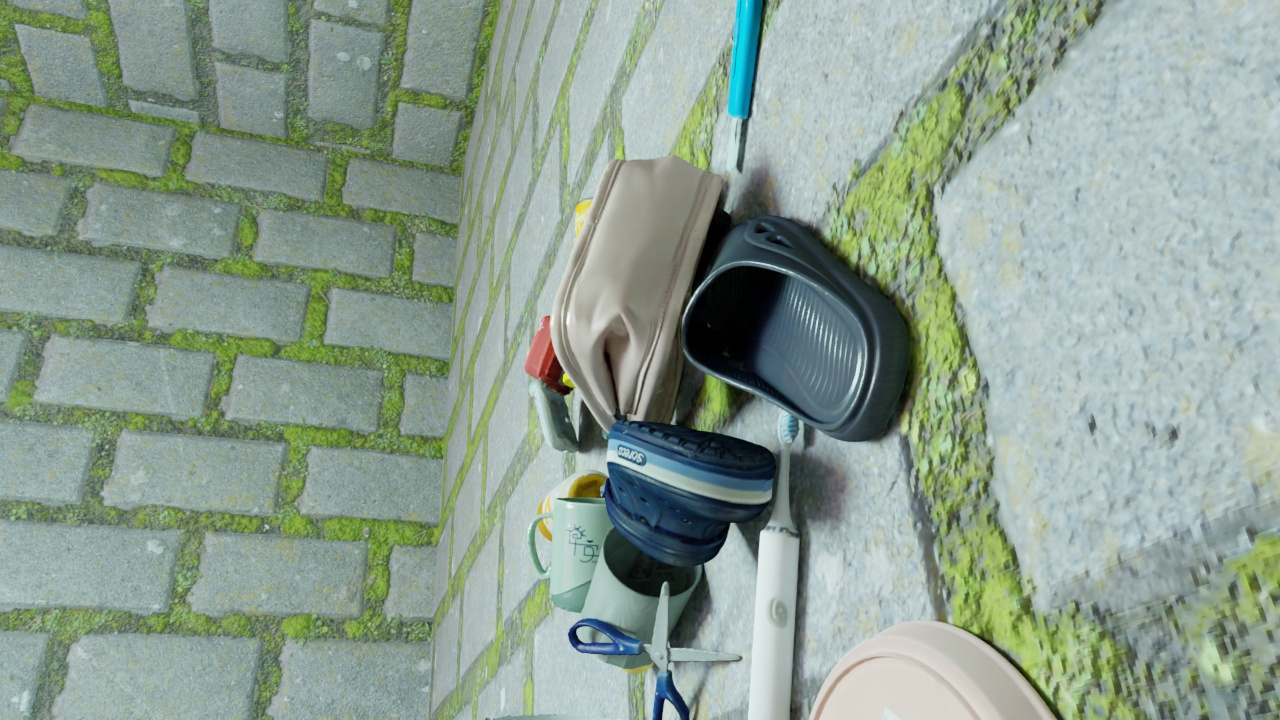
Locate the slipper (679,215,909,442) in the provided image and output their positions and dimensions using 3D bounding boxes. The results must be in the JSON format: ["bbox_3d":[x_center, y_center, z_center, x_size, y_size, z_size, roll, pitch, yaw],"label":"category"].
[{"bbox_3d":[0.078,-0.034,0.606,0.268,0.083,0.111,-127,48,-64],"label":"slipper"}]

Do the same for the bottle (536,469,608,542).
[{"bbox_3d":[-0.078,0.173,1.050,0.190,0.068,0.068,136,138,-65],"label":"bottle"}]

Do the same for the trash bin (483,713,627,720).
[{"bbox_3d":[-0.075,0.438,0.705,0.230,0.229,0.252,-177,88,-73],"label":"trash bin"}]

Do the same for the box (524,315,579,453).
[{"bbox_3d":[-0.100,0.034,1.112,0.201,0.060,0.161,61,-148,-81],"label":"box"}]

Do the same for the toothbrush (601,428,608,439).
[{"bbox_3d":[-0.012,0.096,0.948,0.191,0.018,0.016,-145,62,-71],"label":"toothbrush"}]

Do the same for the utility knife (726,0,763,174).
[{"bbox_3d":[0.086,-0.250,0.770,0.034,0.018,0.191,-172,88,-72],"label":"utility knife"}]

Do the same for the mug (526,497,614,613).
[{"bbox_3d":[-0.060,0.192,0.915,0.082,0.112,0.106,18,-104,-76],"label":"mug"}]

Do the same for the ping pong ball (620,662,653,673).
[{"bbox_3d":[-0.005,0.260,0.823,0.040,0.040,0.040,-174,91,-73],"label":"ping pong ball"}]

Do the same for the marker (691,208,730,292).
[{"bbox_3d":[0.047,-0.084,0.821,0.020,0.022,0.132,48,142,17],"label":"marker"}]

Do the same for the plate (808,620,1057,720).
[{"bbox_3d":[0.128,0.238,0.424,0.230,0.028,0.229,-174,91,-74],"label":"plate"}]

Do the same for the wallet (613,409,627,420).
[{"bbox_3d":[-0.005,0.005,0.824,0.097,0.019,0.120,55,-138,-50],"label":"wallet"}]

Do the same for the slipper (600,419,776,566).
[{"bbox_3d":[0.020,0.098,0.662,0.253,0.105,0.095,136,142,-80],"label":"slipper"}]

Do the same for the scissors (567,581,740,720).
[{"bbox_3d":[0.008,0.234,0.719,0.163,0.012,0.176,12,122,32],"label":"scissors"}]

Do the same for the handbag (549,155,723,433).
[{"bbox_3d":[0.008,-0.026,0.748,0.235,0.093,0.192,83,-160,-51],"label":"handbag"}]

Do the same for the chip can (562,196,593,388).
[{"bbox_3d":[-0.045,-0.075,1.035,0.072,0.072,0.213,143,132,-67],"label":"chip can"}]

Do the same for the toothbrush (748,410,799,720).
[{"bbox_3d":[0.089,0.140,0.592,0.026,0.026,0.221,152,124,-76],"label":"toothbrush"}]

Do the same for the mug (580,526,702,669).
[{"bbox_3d":[-0.004,0.184,0.786,0.123,0.083,0.104,-99,21,-51],"label":"mug"}]
